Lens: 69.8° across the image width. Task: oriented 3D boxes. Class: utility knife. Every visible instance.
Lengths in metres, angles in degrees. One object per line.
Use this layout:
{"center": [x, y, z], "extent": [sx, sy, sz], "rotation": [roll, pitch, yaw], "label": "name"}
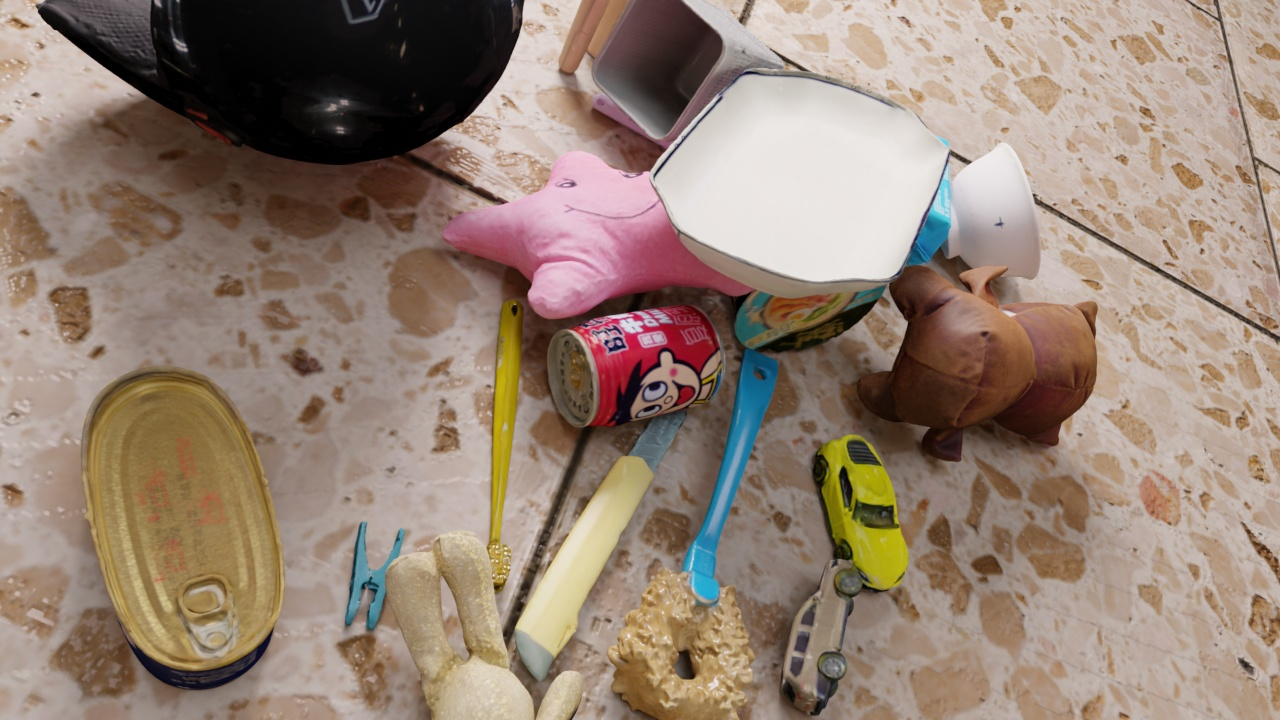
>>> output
{"center": [-0.017, 0.091, 0.534], "extent": [0.031, 0.021, 0.206], "rotation": [38, 53, -5], "label": "utility knife"}

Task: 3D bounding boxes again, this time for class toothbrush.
{"center": [0.045, -0.161, 0.730], "extent": [0.189, 0.029, 0.021], "rotation": [28, 11, -5], "label": "toothbrush"}
{"center": [-0.079, 0.042, 0.537], "extent": [0.015, 0.017, 0.189], "rotation": [12, 55, -19], "label": "toothbrush"}

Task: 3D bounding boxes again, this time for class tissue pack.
{"center": [0.208, -0.147, 0.770], "extent": [0.090, 0.063, 0.139], "rotation": [20, 52, -11], "label": "tissue pack"}

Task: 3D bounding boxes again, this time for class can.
{"center": [-0.003, 0.003, 0.567], "extent": [0.093, 0.067, 0.066], "rotation": [-11, 65, -31], "label": "can"}
{"center": [-0.213, 0.077, 0.428], "extent": [0.074, 0.049, 0.148], "rotation": [-13, 66, -32], "label": "can"}

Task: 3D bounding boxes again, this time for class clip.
{"center": [-0.137, 0.110, 0.468], "extent": [0.040, 0.014, 0.056], "rotation": [14, 55, -17], "label": "clip"}

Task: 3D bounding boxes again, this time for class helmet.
{"center": [-0.174, -0.225, 0.516], "extent": [0.230, 0.233, 0.274], "rotation": [28, 9, -27], "label": "helmet"}

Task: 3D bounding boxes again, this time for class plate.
{"center": [0.107, -0.118, 0.600], "extent": [0.162, 0.034, 0.264], "rotation": [24, 44, 10], "label": "plate"}

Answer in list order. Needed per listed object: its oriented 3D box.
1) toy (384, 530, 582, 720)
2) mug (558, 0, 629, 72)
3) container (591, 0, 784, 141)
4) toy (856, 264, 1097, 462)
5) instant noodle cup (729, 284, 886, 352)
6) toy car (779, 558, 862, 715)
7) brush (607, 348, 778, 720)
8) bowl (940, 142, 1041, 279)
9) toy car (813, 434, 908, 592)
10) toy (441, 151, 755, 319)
{"center": [-0.076, 0.158, 0.431], "extent": [0.105, 0.066, 0.157], "rotation": [-14, 73, -26], "label": "toy"}
{"center": [-0.009, -0.287, 0.729], "extent": [0.084, 0.104, 0.124], "rotation": [44, 51, 6], "label": "mug"}
{"center": [0.042, -0.224, 0.705], "extent": [0.090, 0.090, 0.114], "rotation": [49, 31, 18], "label": "container"}
{"center": [0.253, 0.002, 0.669], "extent": [0.199, 0.140, 0.130], "rotation": [3, 23, -27], "label": "toy"}
{"center": [0.101, -0.085, 0.658], "extent": [0.111, 0.111, 0.120], "rotation": [-1, 54, -26], "label": "instant noodle cup"}
{"center": [0.106, 0.157, 0.535], "extent": [0.035, 0.042, 0.090], "rotation": [17, 57, 12], "label": "toy car"}
{"center": [0.046, 0.096, 0.539], "extent": [0.083, 0.046, 0.254], "rotation": [23, 58, -6], "label": "brush"}
{"center": [0.288, -0.119, 0.781], "extent": [0.065, 0.118, 0.118], "rotation": [-13, 59, 9], "label": "bowl"}
{"center": [0.148, 0.098, 0.602], "extent": [0.048, 0.032, 0.105], "rotation": [5, 59, -24], "label": "toy car"}
{"center": [-0.033, -0.089, 0.608], "extent": [0.194, 0.075, 0.178], "rotation": [-8, 42, -19], "label": "toy"}
